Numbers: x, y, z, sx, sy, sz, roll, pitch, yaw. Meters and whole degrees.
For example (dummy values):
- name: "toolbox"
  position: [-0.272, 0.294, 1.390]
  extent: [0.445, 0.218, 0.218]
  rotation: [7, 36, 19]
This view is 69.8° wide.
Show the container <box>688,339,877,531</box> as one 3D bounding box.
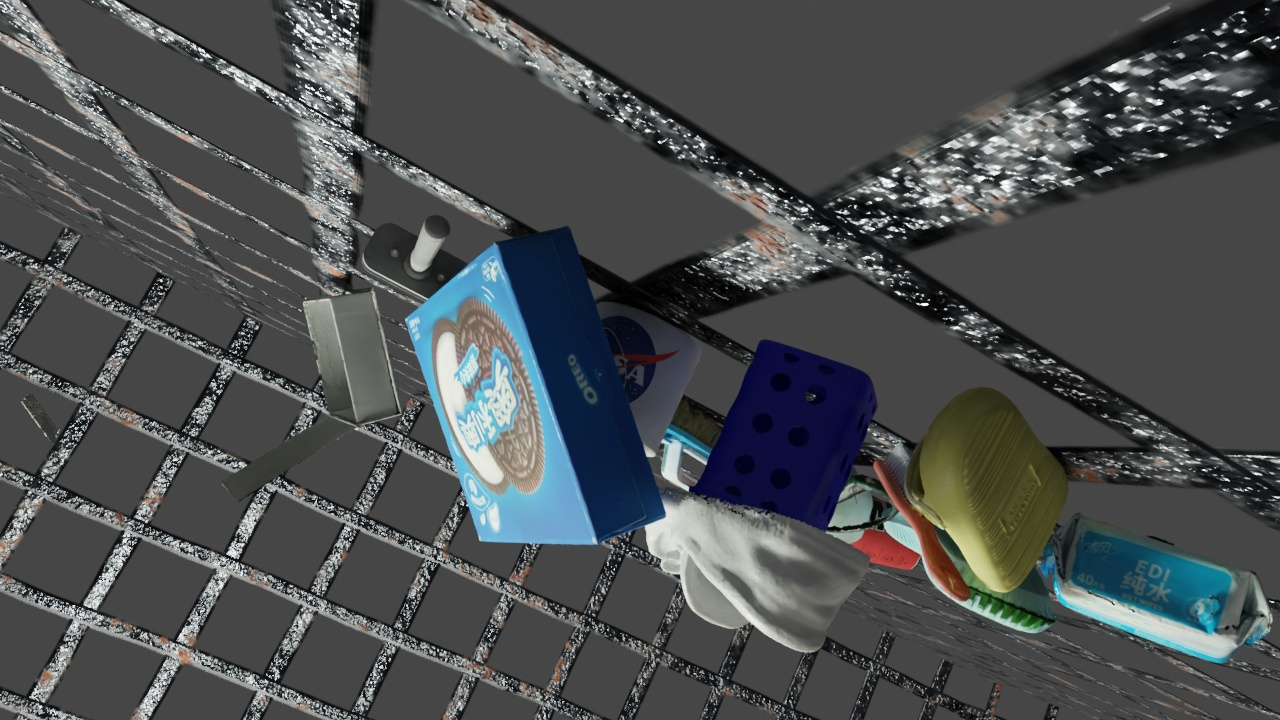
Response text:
- name: "container"
  position: [0.099, 0.058, 0.614]
  extent: [0.085, 0.113, 0.084]
  rotation: [20, 167, 23]

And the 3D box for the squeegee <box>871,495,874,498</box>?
- name: "squeegee"
  position: [0.159, 0.145, 1.006]
  extent: [0.185, 0.055, 0.249]
  rotation: [2, 155, 44]

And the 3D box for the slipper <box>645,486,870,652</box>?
- name: "slipper"
  position: [0.058, 0.129, 0.576]
  extent: [0.112, 0.074, 0.247]
  rotation: [43, 167, -9]

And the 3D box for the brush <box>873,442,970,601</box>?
- name: "brush"
  position: [0.201, 0.106, 0.639]
  extent: [0.041, 0.030, 0.172]
  rotation: [34, -163, -11]

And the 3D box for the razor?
- name: "razor"
  position: [-0.170, -0.087, 0.728]
  extent: [0.088, 0.047, 0.116]
  rotation: [28, 160, -14]

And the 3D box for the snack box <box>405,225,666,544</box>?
- name: "snack box"
  position: [-0.087, 0.032, 0.661]
  extent: [0.056, 0.195, 0.239]
  rotation: [-18, 179, -29]

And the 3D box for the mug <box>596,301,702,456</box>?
- name: "mug"
  position: [-0.025, 0.010, 0.718]
  extent: [0.121, 0.090, 0.091]
  rotation: [20, 167, 23]

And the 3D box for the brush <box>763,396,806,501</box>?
- name: "brush"
  position: [0.100, 0.091, 0.683]
  extent: [0.008, 0.143, 0.045]
  rotation: [31, 159, -31]

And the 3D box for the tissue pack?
- name: "tissue pack"
  position: [0.360, 0.160, 0.652]
  extent: [0.144, 0.061, 0.093]
  rotation: [17, 164, 31]

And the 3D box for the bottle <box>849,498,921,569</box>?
- name: "bottle"
  position: [0.189, 0.159, 0.909]
  extent: [0.176, 0.062, 0.062]
  rotation: [13, 169, -3]

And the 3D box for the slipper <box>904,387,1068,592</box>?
- name: "slipper"
  position: [0.199, 0.076, 0.562]
  extent: [0.082, 0.091, 0.190]
  rotation: [18, 163, 41]

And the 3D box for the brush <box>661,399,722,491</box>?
- name: "brush"
  position: [0.049, 0.091, 0.953]
  extent: [0.055, 0.075, 0.136]
  rotation: [13, 163, 44]

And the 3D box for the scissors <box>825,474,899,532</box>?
- name: "scissors"
  position: [0.135, 0.125, 0.770]
  extent: [0.155, 0.015, 0.210]
  rotation: [30, 137, 14]

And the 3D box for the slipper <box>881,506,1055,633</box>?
- name: "slipper"
  position: [0.262, 0.142, 0.728]
  extent: [0.116, 0.069, 0.276]
  rotation: [26, -175, 7]

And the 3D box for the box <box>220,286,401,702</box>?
- name: "box"
  position: [-0.434, 0.149, 1.152]
  extent: [0.148, 0.505, 0.167]
  rotation: [27, 168, -28]

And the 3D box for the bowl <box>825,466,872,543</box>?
- name: "bowl"
  position: [0.161, 0.116, 0.835]
  extent: [0.105, 0.054, 0.104]
  rotation: [14, -159, -6]
